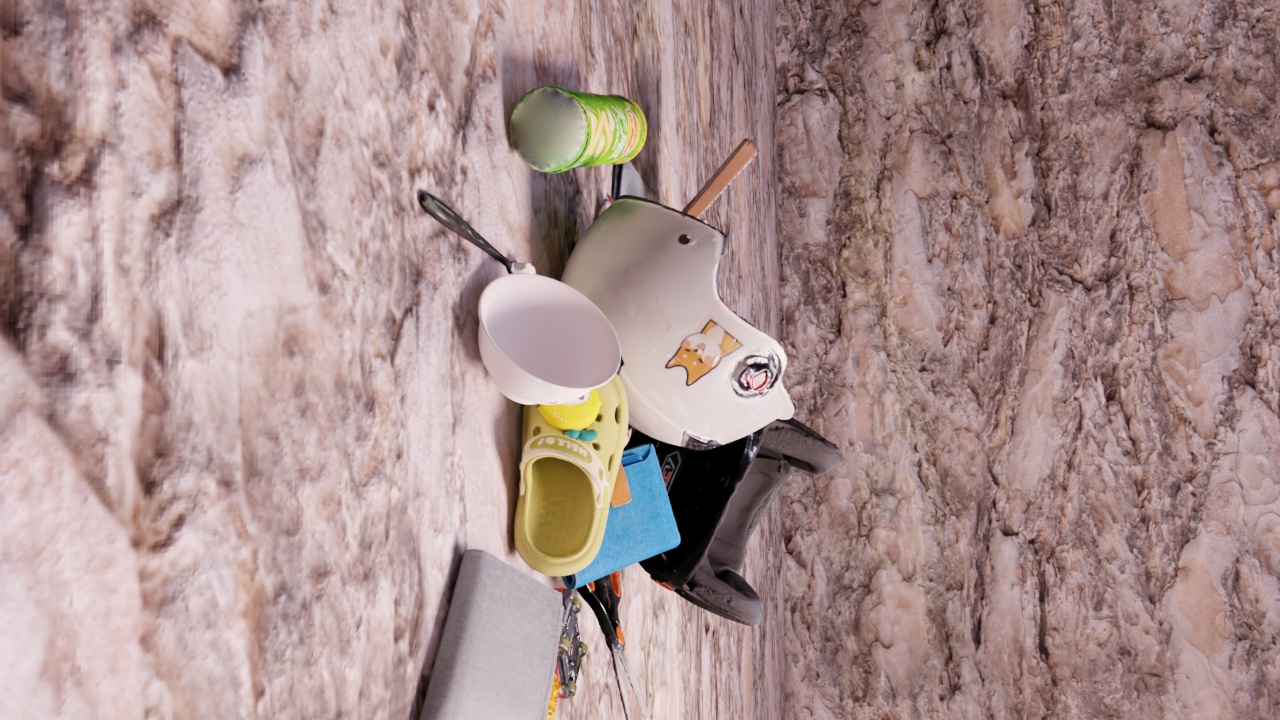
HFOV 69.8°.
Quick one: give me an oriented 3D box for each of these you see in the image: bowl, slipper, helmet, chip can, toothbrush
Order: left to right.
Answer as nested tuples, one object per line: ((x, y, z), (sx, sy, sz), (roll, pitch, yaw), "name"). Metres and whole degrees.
((-0.121, -0.091, 0.702), (0.181, 0.018, 0.015), (36, 58, -70), "toothbrush")
((-0.082, -0.005, 0.718), (0.065, 0.118, 0.118), (-54, -168, 38), "bowl")
((-0.058, 0.083, 0.760), (0.082, 0.091, 0.190), (121, -24, -79), "slipper")
((-0.053, -0.216, 0.858), (0.220, 0.073, 0.072), (-43, 131, -70), "chip can")
((0.016, -0.015, 0.878), (0.274, 0.156, 0.230), (61, -13, -26), "helmet")
((0.078, 0.150, 1.038), (0.233, 0.230, 0.274), (-64, 158, -4), "helmet")

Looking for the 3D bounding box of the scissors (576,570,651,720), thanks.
((-0.036, 0.241, 0.869), (0.220, 0.022, 0.225), (-98, 164, -60), "scissors")

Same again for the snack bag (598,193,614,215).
((-0.036, -0.133, 1.007), (0.045, 0.026, 0.105), (52, 37, -50), "snack bag")

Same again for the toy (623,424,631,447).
((-0.038, 0.118, 0.902), (0.105, 0.066, 0.157), (41, 40, -54), "toy")

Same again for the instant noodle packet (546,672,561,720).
((-0.098, 0.289, 0.707), (0.111, 0.044, 0.128), (67, 26, -46), "instant noodle packet")

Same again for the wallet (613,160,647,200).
((-0.015, -0.178, 1.113), (0.097, 0.019, 0.120), (40, 51, -68), "wallet")

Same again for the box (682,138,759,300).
((0.077, -0.165, 1.195), (0.179, 0.130, 0.273), (-68, 174, -73), "box")

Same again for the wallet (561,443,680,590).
((-0.027, 0.139, 0.843), (0.132, 0.040, 0.106), (-12, 83, -42), "wallet")

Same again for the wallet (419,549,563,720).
((-0.103, 0.217, 0.662), (0.106, 0.037, 0.129), (40, 44, -35), "wallet")

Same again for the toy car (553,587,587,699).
((-0.074, 0.245, 0.798), (0.052, 0.045, 0.121), (-70, 161, -49), "toy car")
